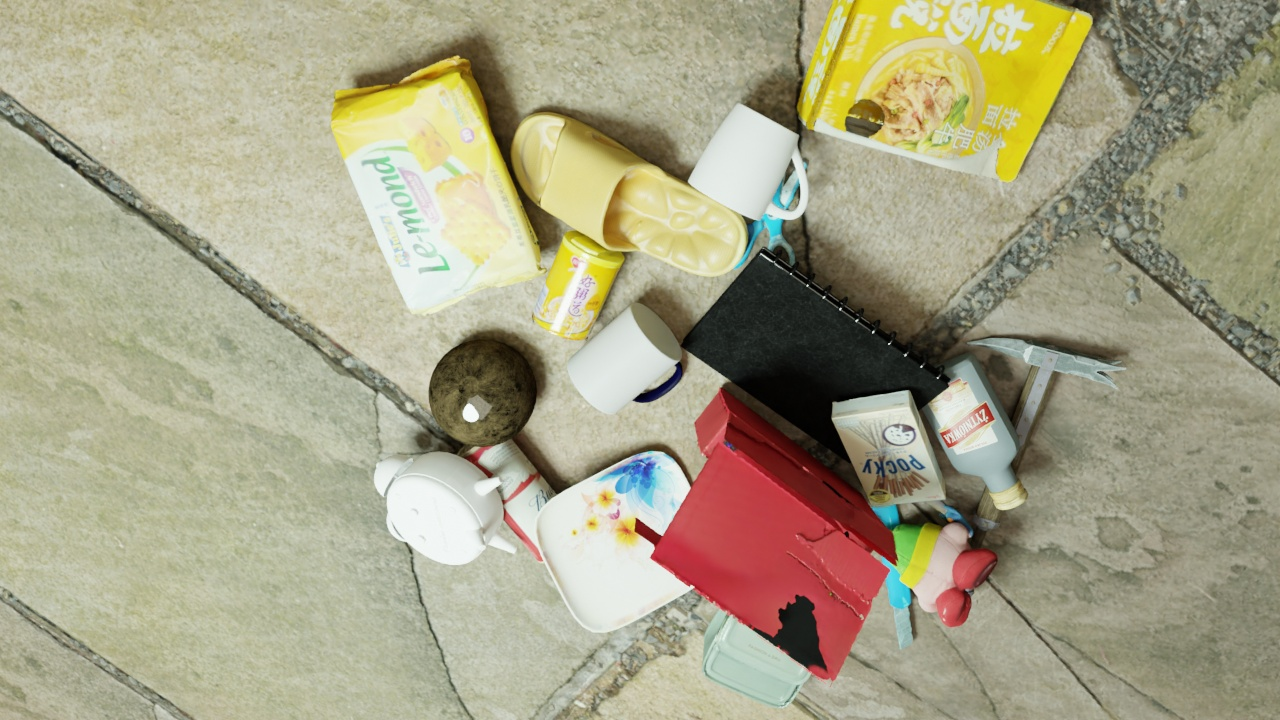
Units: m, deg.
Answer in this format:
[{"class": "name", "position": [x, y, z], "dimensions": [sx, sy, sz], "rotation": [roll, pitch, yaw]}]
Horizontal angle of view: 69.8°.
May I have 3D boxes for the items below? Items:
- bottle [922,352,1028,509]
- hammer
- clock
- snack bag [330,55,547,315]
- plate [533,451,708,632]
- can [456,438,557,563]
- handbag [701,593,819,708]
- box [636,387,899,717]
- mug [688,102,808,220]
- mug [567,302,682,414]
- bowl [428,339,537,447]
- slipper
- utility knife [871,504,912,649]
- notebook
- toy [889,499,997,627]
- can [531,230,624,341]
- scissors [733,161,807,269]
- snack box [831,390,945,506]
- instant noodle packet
[{"class": "bottle", "position": [0.349, 0.078, 0.951], "dimensions": [0.072, 0.046, 0.161], "rotation": [-28, 93, 31]}, {"class": "hammer", "position": [0.386, 0.127, 0.994], "dimensions": [0.147, 0.028, 0.317], "rotation": [16, 113, 11]}, {"class": "clock", "position": [-0.226, 0.171, 1.032], "dimensions": [0.161, 0.072, 0.125], "rotation": [9, 125, 23]}, {"class": "snack bag", "position": [-0.204, -0.179, 0.948], "dimensions": [0.160, 0.068, 0.247], "rotation": [-14, 109, 15]}, {"class": "plate", "position": [-0.017, 0.209, 1.062], "dimensions": [0.186, 0.016, 0.187], "rotation": [-27, 107, -9]}, {"class": "can", "position": [-0.140, 0.158, 1.071], "dimensions": [0.067, 0.067, 0.170], "rotation": [-33, 102, 19]}, {"class": "handbag", "position": [0.141, 0.348, 1.101], "dimensions": [0.122, 0.067, 0.106], "rotation": [24, 112, -1]}, {"class": "box", "position": [0.139, 0.153, 0.893], "dimensions": [0.211, 0.314, 0.124], "rotation": [37, 122, -7]}, {"class": "mug", "position": [0.117, -0.186, 0.886], "dimensions": [0.114, 0.080, 0.088], "rotation": [27, 107, -4]}, {"class": "mug", "position": [-0.006, 0.006, 0.990], "dimensions": [0.097, 0.078, 0.112], "rotation": [-40, 129, 21]}, {"class": "bowl", "position": [-0.179, 0.033, 1.005], "dimensions": [0.121, 0.056, 0.121], "rotation": [-1, 81, 7]}, {"class": "slipper", "position": [-0.017, -0.157, 0.921], "dimensions": [0.263, 0.078, 0.100], "rotation": [25, 116, 1]}, {"class": "utility knife", "position": [0.294, 0.247, 1.063], "dimensions": [0.031, 0.015, 0.209], "rotation": [-8, 106, 14]}, {"class": "notebook", "position": [0.178, -0.001, 0.952], "dimensions": [0.231, 0.019, 0.170], "rotation": [35, 134, -5]}, {"class": "toy", "position": [0.309, 0.210, 1.002], "dimensions": [0.096, 0.131, 0.124], "rotation": [-1, 118, -39]}, {"class": "can", "position": [-0.066, -0.079, 0.965], "dimensions": [0.067, 0.067, 0.105], "rotation": [25, 113, -1]}, {"class": "scissors", "position": [0.123, -0.149, 0.937], "dimensions": [0.090, 0.014, 0.141], "rotation": [12, 115, 7]}, {"class": "snack box", "position": [0.263, 0.096, 0.967], "dimensions": [0.082, 0.026, 0.150], "rotation": [-12, 129, 26]}, {"class": "instant noodle packet", "position": [0.275, -0.266, 0.836], "dimensions": [0.221, 0.084, 0.163], "rotation": [15, 115, -4]}]
